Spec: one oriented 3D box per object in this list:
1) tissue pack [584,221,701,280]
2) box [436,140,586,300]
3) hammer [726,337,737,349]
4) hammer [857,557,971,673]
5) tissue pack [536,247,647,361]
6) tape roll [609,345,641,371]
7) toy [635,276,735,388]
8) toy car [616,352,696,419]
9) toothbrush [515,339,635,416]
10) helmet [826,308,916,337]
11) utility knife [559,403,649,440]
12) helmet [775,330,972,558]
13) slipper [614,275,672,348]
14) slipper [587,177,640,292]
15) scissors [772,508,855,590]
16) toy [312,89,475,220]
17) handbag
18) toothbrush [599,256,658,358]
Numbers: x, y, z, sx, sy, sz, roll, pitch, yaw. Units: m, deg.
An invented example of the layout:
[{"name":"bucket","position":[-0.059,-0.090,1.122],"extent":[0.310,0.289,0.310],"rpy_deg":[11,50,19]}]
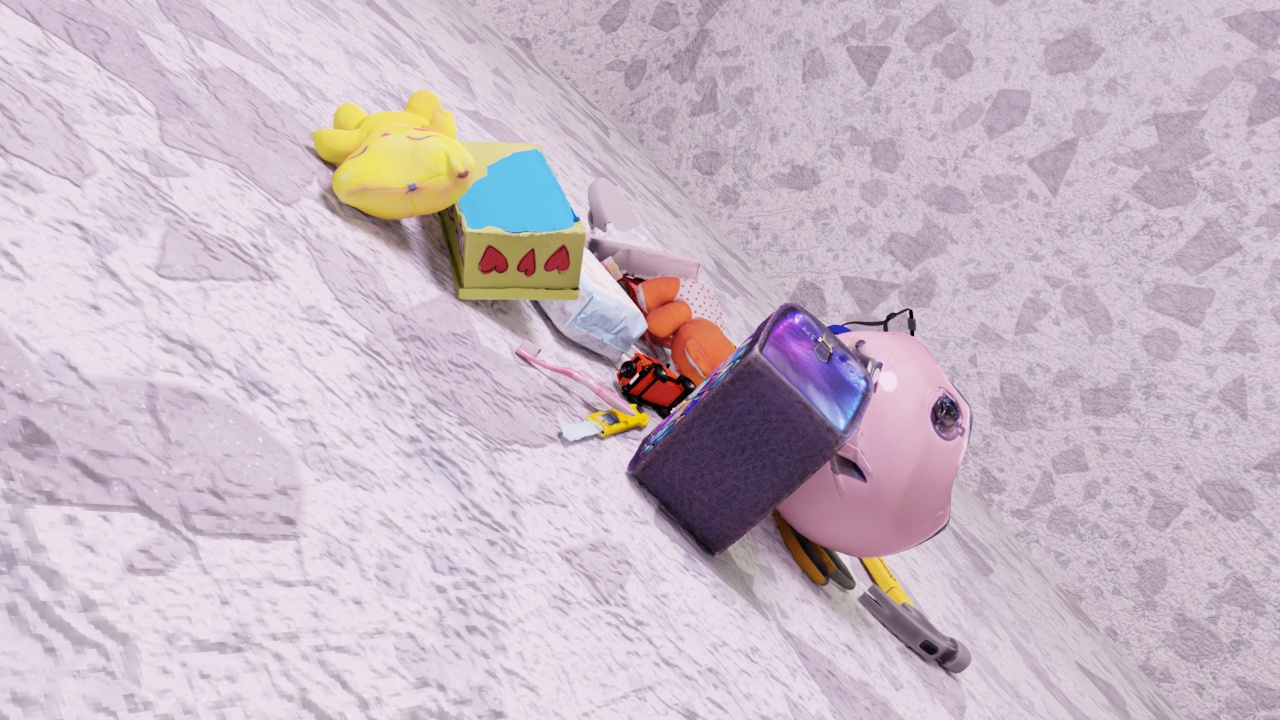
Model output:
[{"name":"tissue pack","position":[-0.014,-0.152,1.281],"extent":[0.181,0.071,0.104],"rpy_deg":[6,14,-26]},{"name":"box","position":[-0.139,-0.145,0.934],"extent":[0.124,0.082,0.220],"rpy_deg":[-4,37,-20]},{"name":"hammer","position":[0.180,0.056,1.288],"extent":[0.320,0.123,0.036],"rpy_deg":[47,-18,23]},{"name":"hammer","position":[0.299,0.256,1.192],"extent":[0.170,0.034,0.324],"rpy_deg":[36,15,-25]},{"name":"tissue pack","position":[-0.079,-0.084,1.045],"extent":[0.112,0.070,0.182],"rpy_deg":[25,21,-52]},{"name":"tape roll","position":[-0.006,0.006,1.093],"extent":[0.093,0.013,0.093],"rpy_deg":[41,14,-13]},{"name":"toy","position":[0.071,-0.023,1.193],"extent":[0.163,0.093,0.172],"rpy_deg":[36,28,-46]},{"name":"toy car","position":[0.016,0.026,1.019],"extent":[0.100,0.051,0.048],"rpy_deg":[24,26,-52]},{"name":"toothbrush","position":[-0.058,0.018,0.876],"extent":[0.135,0.016,0.021],"rpy_deg":[30,6,-19]},{"name":"helmet","position":[0.345,0.014,1.336],"extent":[0.241,0.227,0.148],"rpy_deg":[45,-24,52]},{"name":"utility knife","position":[-0.031,0.061,0.874],"extent":[0.030,0.019,0.218],"rpy_deg":[37,15,13]},{"name":"helmet","position":[0.219,0.079,0.996],"extent":[0.152,0.255,0.230],"rpy_deg":[17,-9,-32]},{"name":"slipper","position":[0.017,-0.072,1.295],"extent":[0.103,0.059,0.248],"rpy_deg":[52,15,27]},{"name":"slipper","position":[-0.022,-0.151,1.410],"extent":[0.266,0.081,0.112],"rpy_deg":[52,29,-29]},{"name":"scissors","position":[0.174,0.181,1.080],"extent":[0.134,0.016,0.228],"rpy_deg":[29,21,-43]},{"name":"toy","position":[-0.236,-0.189,0.875],"extent":[0.193,0.134,0.087],"rpy_deg":[-125,-154,-53]},{"name":"handbag","position":[0.108,0.059,0.882],"extent":[0.125,0.205,0.221],"rpy_deg":[44,20,2]},{"name":"toothbrush","position":[-0.008,-0.062,1.163],"extent":[0.015,0.015,0.184],"rpy_deg":[46,-10,45]}]
